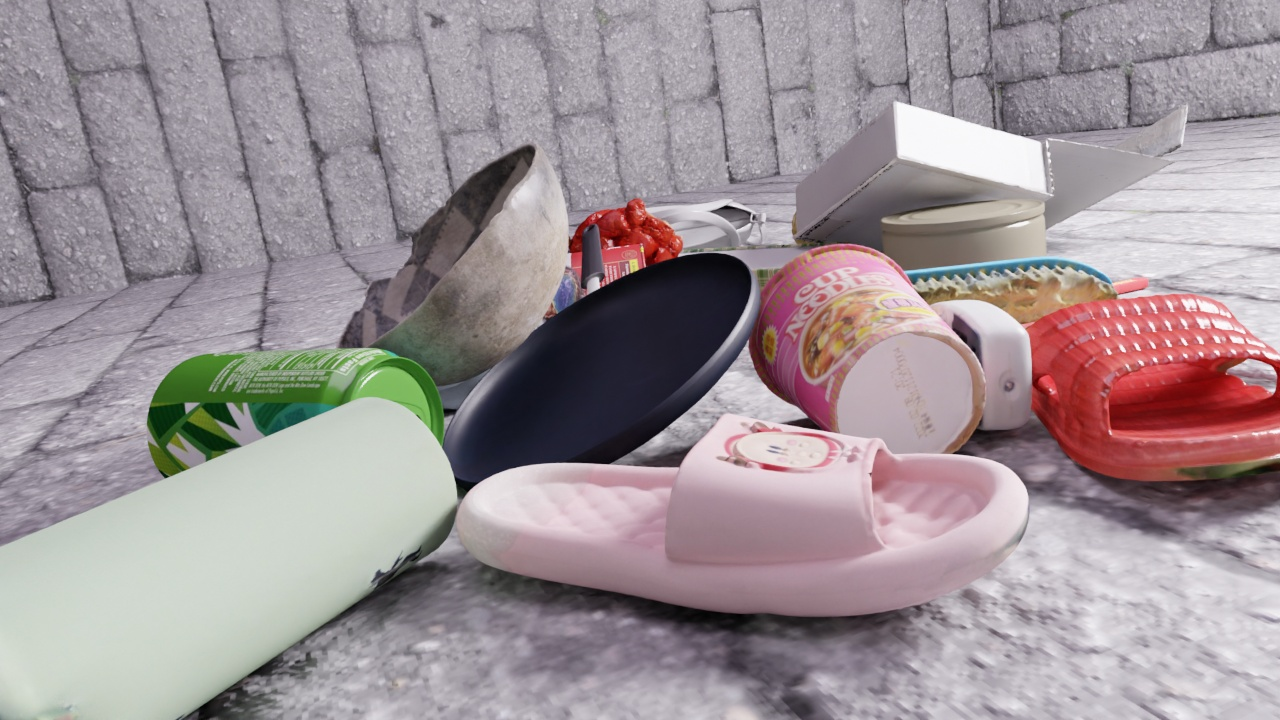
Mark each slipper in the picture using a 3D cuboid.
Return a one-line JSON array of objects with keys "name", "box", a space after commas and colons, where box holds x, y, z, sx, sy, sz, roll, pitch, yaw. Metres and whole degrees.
[{"name": "slipper", "box": [0.238, -0.003, 0.451, 0.103, 0.059, 0.248, -7, 12, 8]}, {"name": "slipper", "box": [0.030, 0.053, 0.355, 0.222, 0.056, 0.106, -4, 12, 23]}]

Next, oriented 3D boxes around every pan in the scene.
[{"name": "pan", "box": [-0.027, -0.028, 0.580, 0.199, 0.021, 0.355, -29, 24, 10]}]

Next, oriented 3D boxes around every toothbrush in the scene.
[{"name": "toothbrush", "box": [0.287, -0.045, 0.680, 0.212, 0.018, 0.012, -12, 14, -13]}]

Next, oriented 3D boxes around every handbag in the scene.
[{"name": "handbag", "box": [0.042, -0.145, 0.998, 0.215, 0.095, 0.223, -10, -2, -6]}]

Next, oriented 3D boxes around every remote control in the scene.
[{"name": "remote control", "box": [0.171, -0.001, 0.478, 0.028, 0.060, 0.114, -5, 13, 3]}]

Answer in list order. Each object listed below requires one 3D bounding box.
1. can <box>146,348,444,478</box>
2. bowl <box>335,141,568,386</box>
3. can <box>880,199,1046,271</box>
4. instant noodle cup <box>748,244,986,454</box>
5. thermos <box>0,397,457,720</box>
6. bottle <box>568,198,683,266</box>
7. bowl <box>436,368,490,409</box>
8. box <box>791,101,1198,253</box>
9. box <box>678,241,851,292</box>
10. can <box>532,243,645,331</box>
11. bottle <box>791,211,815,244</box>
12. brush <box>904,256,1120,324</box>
[{"name": "can", "box": [-0.186, 0.036, 0.496, 0.144, 0.083, 0.082, -1, 15, 27]}, {"name": "bowl", "box": [-0.102, -0.046, 0.571, 0.179, 0.081, 0.178, -39, 25, 22]}, {"name": "can", "box": [0.260, -0.084, 0.740, 0.128, 0.073, 0.127, -8, 13, 2]}, {"name": "instant noodle cup", "box": [0.113, 0.001, 0.455, 0.097, 0.098, 0.108, -9, 20, -3]}, {"name": "thermos", "box": [-0.161, 0.082, 0.304, 0.082, 0.082, 0.230, -1, 15, 30]}, {"name": "bottle", "box": [-0.022, -0.092, 0.818, 0.099, 0.111, 0.099, 30, 7, -4]}, {"name": "bowl", "box": [-0.126, -0.002, 0.663, 0.106, 0.039, 0.106, -15, 40, 13]}, {"name": "box", "box": [0.340, -0.160, 0.869, 0.368, 0.098, 0.166, 1, -16, -22]}, {"name": "box", "box": [0.088, -0.074, 0.865, 0.206, 0.051, 0.117, 0, 19, 35]}, {"name": "can", "box": [-0.051, -0.044, 0.735, 0.116, 0.087, 0.086, -8, 13, 1]}, {"name": "bottle", "box": [0.259, -0.159, 1.086, 0.059, 0.060, 0.166, -19, 18, -38]}, {"name": "brush", "box": [0.239, -0.040, 0.608, 0.136, 0.055, 0.075, -6, 19, 9]}]
